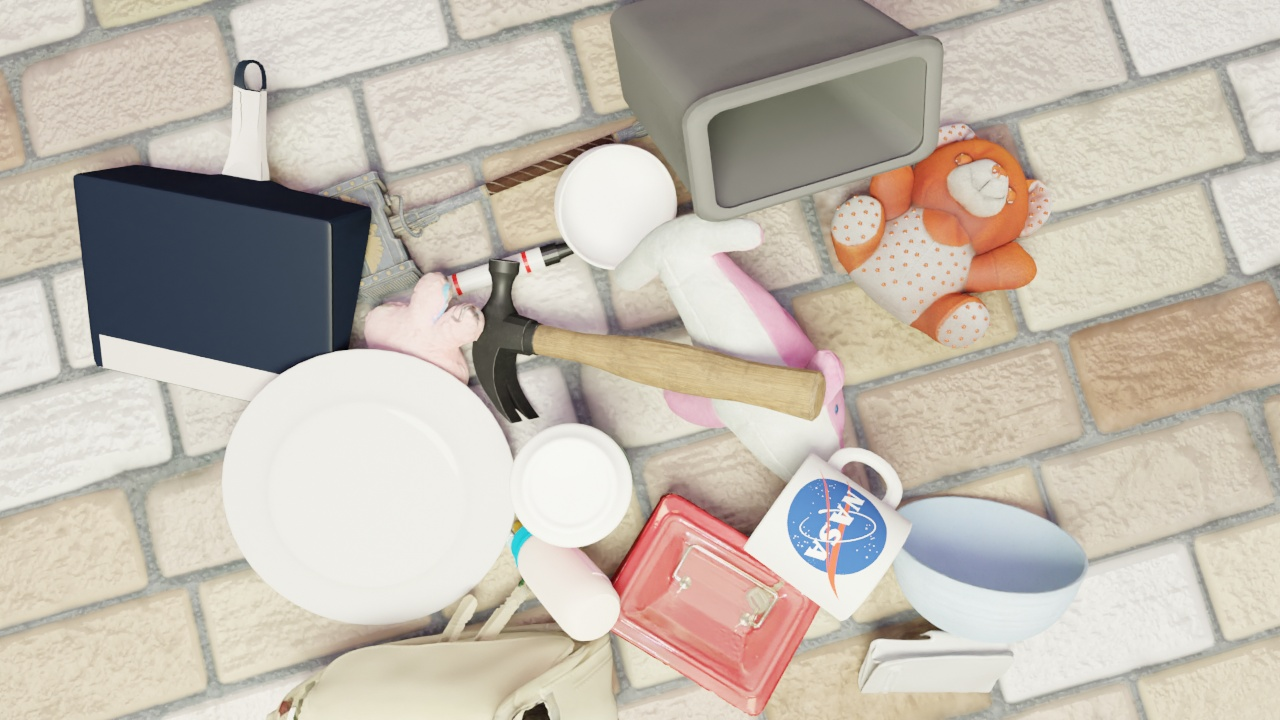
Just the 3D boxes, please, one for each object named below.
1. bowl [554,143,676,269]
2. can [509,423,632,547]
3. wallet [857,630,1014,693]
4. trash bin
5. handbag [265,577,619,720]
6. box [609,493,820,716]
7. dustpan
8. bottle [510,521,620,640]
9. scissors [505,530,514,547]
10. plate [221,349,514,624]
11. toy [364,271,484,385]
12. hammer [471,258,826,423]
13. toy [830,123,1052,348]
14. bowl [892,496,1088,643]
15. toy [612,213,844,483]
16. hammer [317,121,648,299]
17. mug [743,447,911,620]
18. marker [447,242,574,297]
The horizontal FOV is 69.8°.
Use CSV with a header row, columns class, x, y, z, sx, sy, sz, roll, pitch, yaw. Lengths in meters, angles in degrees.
class,x,y,z,sx,sy,sz,roll,pitch,yaw
bowl,-0.024,-0.135,0.792,0.104,0.054,0.105,-4,109,-13
can,-0.050,0.095,0.725,0.088,0.166,0.088,0,85,0
wallet,0.242,0.251,0.762,0.116,0.086,0.032,0,49,-5
trash bin,0.095,-0.222,0.722,0.191,0.098,0.219,-18,41,-6
handbag,-0.143,0.242,0.714,0.229,0.184,0.132,-9,82,15
box,0.058,0.196,0.757,0.158,0.087,0.129,31,86,3
dustpan,-0.347,-0.111,0.778,0.236,0.080,0.273,12,112,11
bottle,-0.070,0.168,0.746,0.051,0.146,0.051,-14,117,-28
scissors,-0.169,0.113,0.802,0.174,0.017,0.076,41,82,0
plate,-0.225,0.111,0.763,0.242,0.016,0.242,-1,101,-4
toy,-0.180,-0.020,0.780,0.108,0.053,0.105,46,115,9
hammer,-0.004,0.004,0.728,0.306,0.040,0.132,12,100,28
toy,0.263,-0.115,0.782,0.164,0.093,0.172,40,85,4
bowl,0.273,0.177,0.740,0.150,0.150,0.075,1,109,0
toy,0.099,-0.014,0.763,0.265,0.187,0.127,56,47,-17
hammer,-0.113,-0.160,0.814,0.322,0.044,0.098,-23,85,-4
mug,0.150,0.121,0.701,0.090,0.091,0.121,35,73,13
marker,-0.121,-0.081,0.814,0.145,0.019,0.019,-18,85,-2
